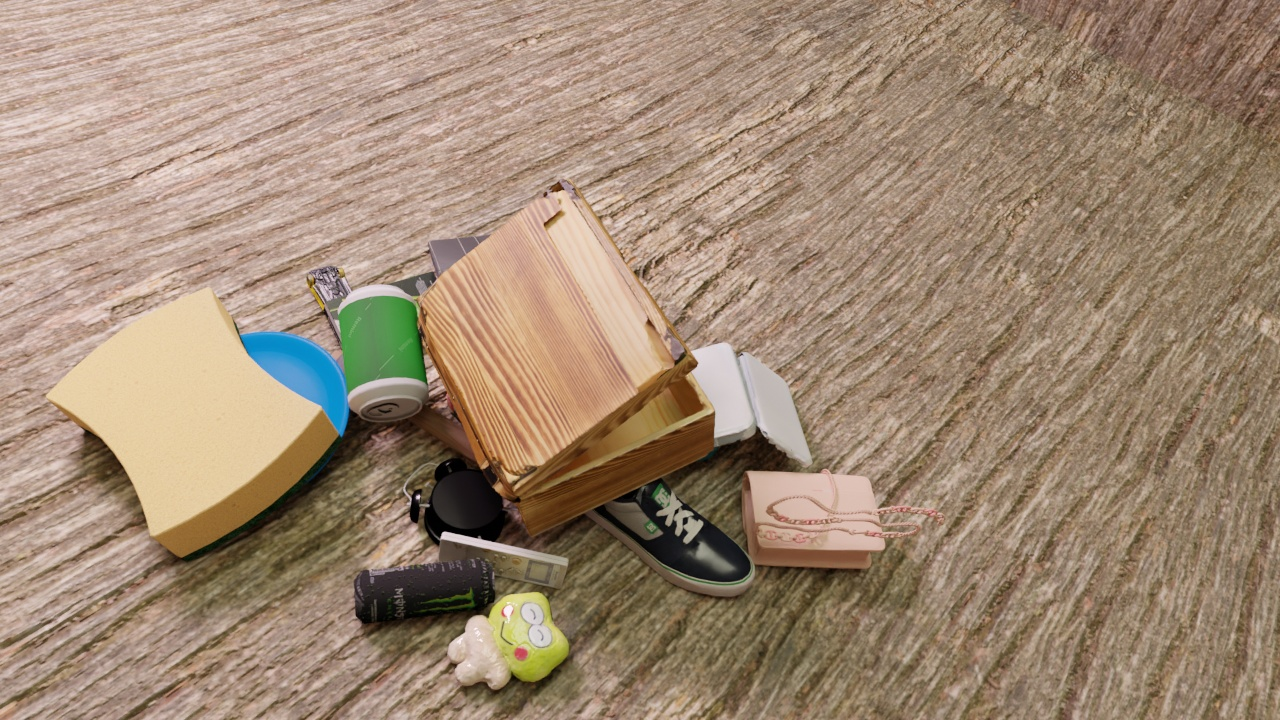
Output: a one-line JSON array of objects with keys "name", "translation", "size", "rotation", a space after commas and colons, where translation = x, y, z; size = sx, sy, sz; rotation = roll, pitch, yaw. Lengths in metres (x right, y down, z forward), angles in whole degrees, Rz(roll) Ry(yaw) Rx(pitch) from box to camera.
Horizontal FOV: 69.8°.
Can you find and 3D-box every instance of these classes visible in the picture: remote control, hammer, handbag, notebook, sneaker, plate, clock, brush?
[{"name": "remote control", "translation": [-0.146, 0.214, 0.977], "size": [0.136, 0.050, 0.011], "rotation": [13, 45, -4]}, {"name": "hammer", "translation": [-0.230, 0.082, 1.078], "size": [0.328, 0.052, 0.097], "rotation": [32, 63, 7]}, {"name": "handbag", "translation": [0.220, 0.151, 1.046], "size": [0.198, 0.188, 0.116], "rotation": [4, 54, -7]}, {"name": "notebook", "translation": [-0.184, -0.152, 1.273], "size": [0.209, 0.029, 0.169], "rotation": [-7, 21, -15]}, {"name": "sneaker", "translation": [0.029, 0.180, 1.040], "size": [0.235, 0.079, 0.084], "rotation": [31, 46, 13]}, {"name": "plate", "translation": [-0.436, 0.068, 1.026], "size": [0.224, 0.024, 0.223], "rotation": [0, 60, 1]}, {"name": "clock", "translation": [-0.204, 0.158, 1.016], "size": [0.121, 0.043, 0.091], "rotation": [31, 48, 11]}, {"name": "brush", "translation": [-0.468, 0.061, 0.971], "size": [0.194, 0.075, 0.250], "rotation": [-41, 67, -21]}]

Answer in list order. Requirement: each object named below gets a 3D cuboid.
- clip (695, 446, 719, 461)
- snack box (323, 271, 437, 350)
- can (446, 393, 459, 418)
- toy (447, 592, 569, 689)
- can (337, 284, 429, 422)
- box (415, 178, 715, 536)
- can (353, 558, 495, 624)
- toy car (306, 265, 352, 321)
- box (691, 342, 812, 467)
[{"name": "clip", "translation": [0.052, 0.108, 1.155], "size": [0.119, 0.033, 0.120], "rotation": [17, 45, -6]}, {"name": "snack box", "translation": [-0.320, -0.057, 1.181], "size": [0.147, 0.025, 0.080], "rotation": [-21, 77, -32]}, {"name": "can", "translation": [-0.195, 0.037, 1.136], "size": [0.086, 0.043, 0.086], "rotation": [9, 47, -10]}, {"name": "toy", "translation": [-0.134, 0.284, 0.919], "size": [0.115, 0.046, 0.092], "rotation": [-19, 60, -20]}, {"name": "can", "translation": [-0.290, -0.008, 1.034], "size": [0.087, 0.088, 0.139], "rotation": [-5, 67, -21]}, {"name": "box", "translation": [-0.097, -0.003, 0.990], "size": [0.258, 0.221, 0.279], "rotation": [-25, 60, -11]}, {"name": "can", "translation": [-0.220, 0.234, 0.934], "size": [0.137, 0.054, 0.054], "rotation": [-2, 48, -18]}, {"name": "toy car", "translation": [-0.398, -0.082, 1.198], "size": [0.049, 0.030, 0.107], "rotation": [-19, 61, -32]}, {"name": "box", "translation": [0.128, 0.051, 1.173], "size": [0.186, 0.084, 0.210], "rotation": [7, 30, -5]}]
